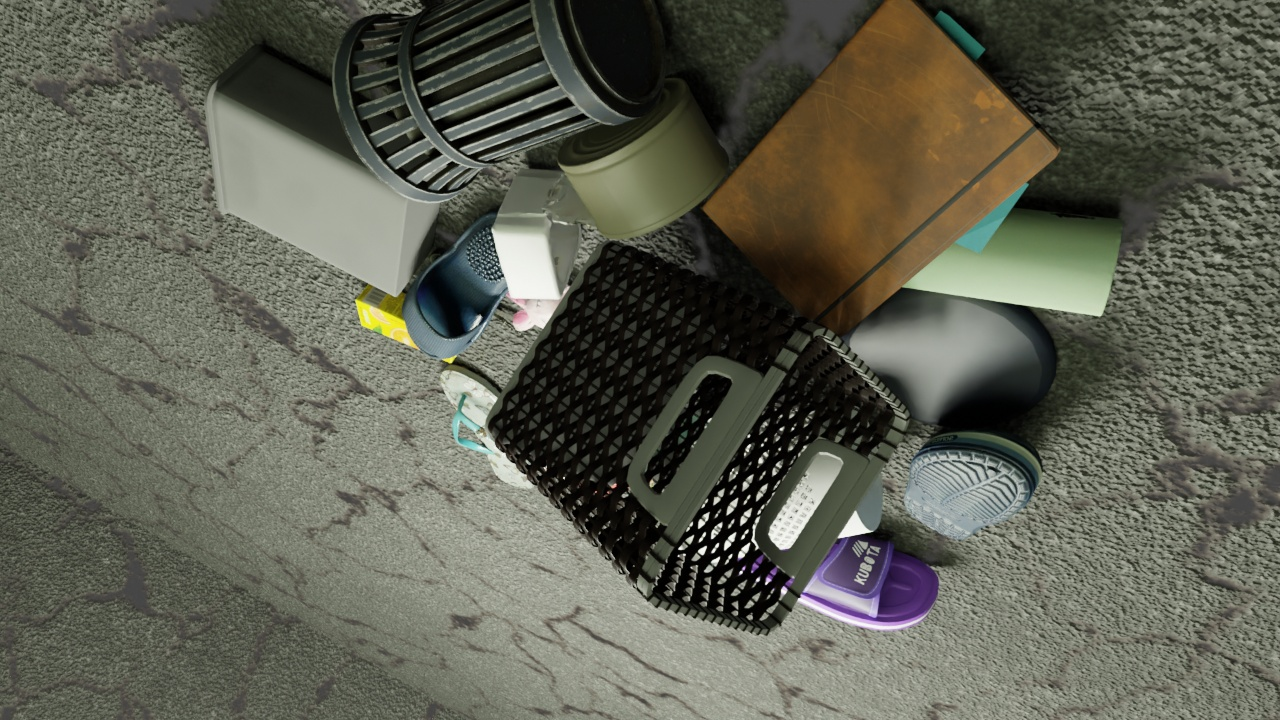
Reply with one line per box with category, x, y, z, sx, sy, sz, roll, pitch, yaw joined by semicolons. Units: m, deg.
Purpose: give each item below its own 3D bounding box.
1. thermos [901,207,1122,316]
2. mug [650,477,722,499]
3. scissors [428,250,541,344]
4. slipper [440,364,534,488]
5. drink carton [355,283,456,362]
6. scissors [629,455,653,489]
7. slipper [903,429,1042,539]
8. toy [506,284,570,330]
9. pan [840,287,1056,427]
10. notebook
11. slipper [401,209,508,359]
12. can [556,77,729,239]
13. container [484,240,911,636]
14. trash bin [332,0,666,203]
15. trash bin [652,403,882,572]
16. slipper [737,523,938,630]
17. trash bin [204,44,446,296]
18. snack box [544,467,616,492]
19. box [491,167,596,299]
thermos;0.256;-0.088;0.747;0.232;0.082;0.082;11;141;21
mug;0.072;0.154;1.175;0.105;0.073;0.090;22;153;-39
scissors;-0.201;-0.075;1.109;0.158;0.012;0.162;8;140;28
slipper;-0.214;0.114;1.317;0.098;0.054;0.269;5;140;25
drink carton;-0.292;-0.050;1.175;0.134;0.042;0.059;22;146;9
scissors;0.028;0.126;1.130;0.019;0.124;0.157;0;154;-42
slipper;0.335;0.113;0.942;0.105;0.095;0.253;35;163;15
toy;-0.111;-0.062;1.043;0.110;0.047;0.063;0;125;39
pan;0.230;-0.048;0.865;0.356;0.021;0.199;38;143;-13
notebook;0.182;-0.137;0.704;0.178;0.014;0.250;48;129;4
slipper;-0.213;-0.073;1.035;0.101;0.082;0.264;47;133;-4
can;0.001;-0.170;0.770;0.128;0.127;0.073;-7;130;38
container;0.047;0.063;0.834;0.244;0.247;0.245;33;180;39
trash bin;-0.107;-0.234;0.739;0.228;0.163;0.164;-9;131;35
trash bin;0.148;0.130;1.010;0.200;0.195;0.195;-11;130;28
slipper;0.237;0.252;1.159;0.267;0.107;0.084;14;142;25
trash bin;-0.332;-0.194;0.980;0.220;0.097;0.192;27;144;-1
snack box;-0.063;0.116;1.161;0.113;0.060;0.237;32;161;-4
box;-0.060;-0.133;0.883;0.137;0.108;0.129;3;137;9
